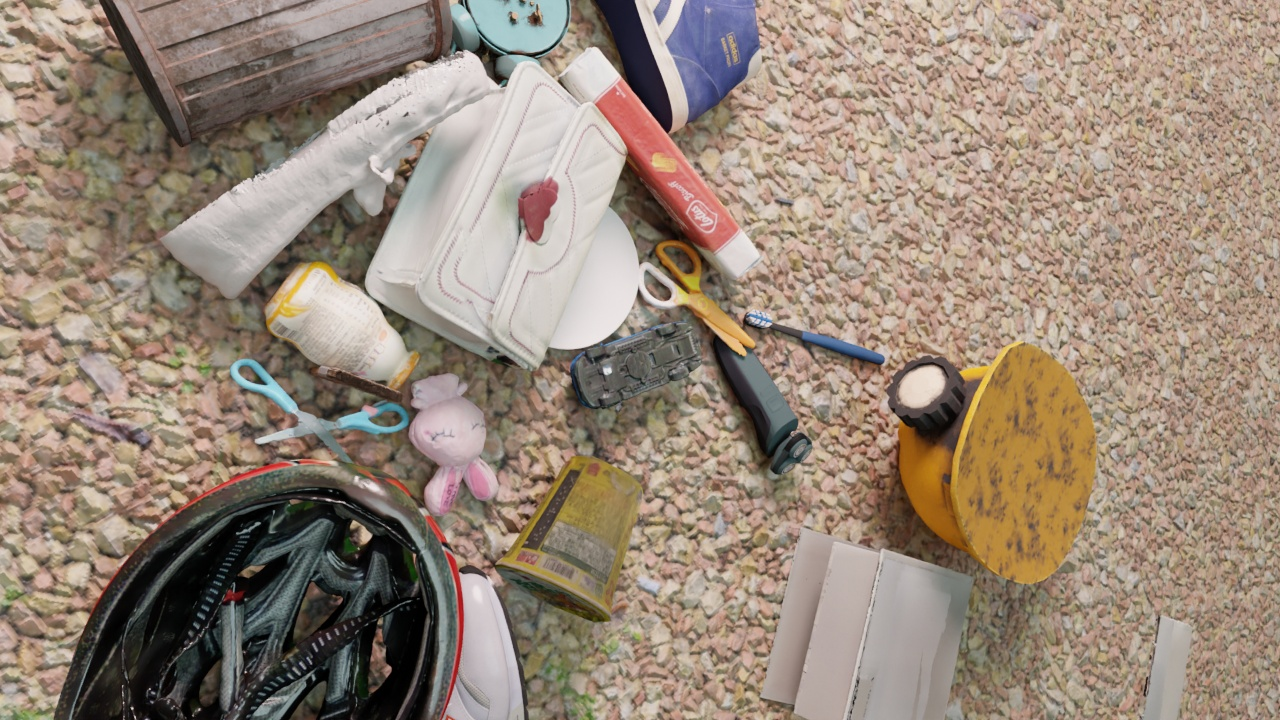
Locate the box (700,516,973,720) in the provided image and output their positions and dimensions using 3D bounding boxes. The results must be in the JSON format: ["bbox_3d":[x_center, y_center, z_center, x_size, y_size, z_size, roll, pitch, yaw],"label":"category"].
[{"bbox_3d":[0.159,0.264,0.986,0.171,0.405,0.168,20,79,-25],"label":"box"}]

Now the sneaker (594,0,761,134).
[{"bbox_3d":[0.026,-0.323,0.773,0.118,0.091,0.233,-29,102,-19],"label":"sneaker"}]

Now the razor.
[{"bbox_3d":[0.109,0.035,0.836,0.047,0.052,0.143,-32,93,-22],"label":"razor"}]

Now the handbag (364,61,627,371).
[{"bbox_3d":[-0.095,-0.104,0.687,0.142,0.096,0.198,32,73,-42],"label":"handbag"}]

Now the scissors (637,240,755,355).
[{"bbox_3d":[0.050,-0.046,0.809,0.070,0.013,0.130,-42,93,-18],"label":"scissors"}]

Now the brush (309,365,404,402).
[{"bbox_3d":[-0.205,0.012,0.624,0.045,0.143,0.008,25,79,-32],"label":"brush"}]

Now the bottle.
[{"bbox_3d":[-0.214,-0.021,0.665,0.108,0.063,0.063,39,73,-20],"label":"bottle"}]

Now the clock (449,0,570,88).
[{"bbox_3d":[-0.109,-0.266,0.728,0.090,0.053,0.124,32,75,-21],"label":"clock"}]

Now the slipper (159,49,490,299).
[{"bbox_3d":[-0.208,-0.130,0.630,0.247,0.112,0.074,-36,127,1],"label":"slipper"}]

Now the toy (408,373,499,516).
[{"bbox_3d":[-0.144,0.065,0.706,0.063,0.047,0.110,-26,115,-42],"label":"toy"}]

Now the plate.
[{"bbox_3d":[-0.064,-0.076,0.769,0.134,0.011,0.134,1,89,-26],"label":"plate"}]

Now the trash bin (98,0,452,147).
[{"bbox_3d":[-0.237,-0.241,0.623,0.210,0.131,0.131,-29,101,-22],"label":"trash bin"}]

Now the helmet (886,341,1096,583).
[{"bbox_3d":[0.321,0.092,0.885,0.255,0.131,0.205,42,70,-34],"label":"helmet"}]

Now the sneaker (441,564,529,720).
[{"bbox_3d":[-0.152,0.280,0.675,0.124,0.089,0.240,-10,97,-29],"label":"sneaker"}]

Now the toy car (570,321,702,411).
[{"bbox_3d":[-0.005,0.005,0.778,0.120,0.044,0.056,-21,98,-27],"label":"toy car"}]

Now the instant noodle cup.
[{"bbox_3d":[-0.050,0.139,0.732,0.102,0.102,0.108,36,65,-21],"label":"instant noodle cup"}]

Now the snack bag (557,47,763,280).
[{"bbox_3d":[0.017,-0.163,0.775,0.041,0.077,0.225,-39,107,2],"label":"snack bag"}]

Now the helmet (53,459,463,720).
[{"bbox_3d":[-0.229,0.188,0.590,0.217,0.167,0.272,32,88,-7],"label":"helmet"}]

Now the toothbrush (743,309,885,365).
[{"bbox_3d":[0.170,-0.020,0.881,0.167,0.014,0.014,15,71,-25],"label":"toothbrush"}]

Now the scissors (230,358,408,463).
[{"bbox_3d":[-0.230,0.034,0.653,0.135,0.135,0.015,34,106,17],"label":"scissors"}]
